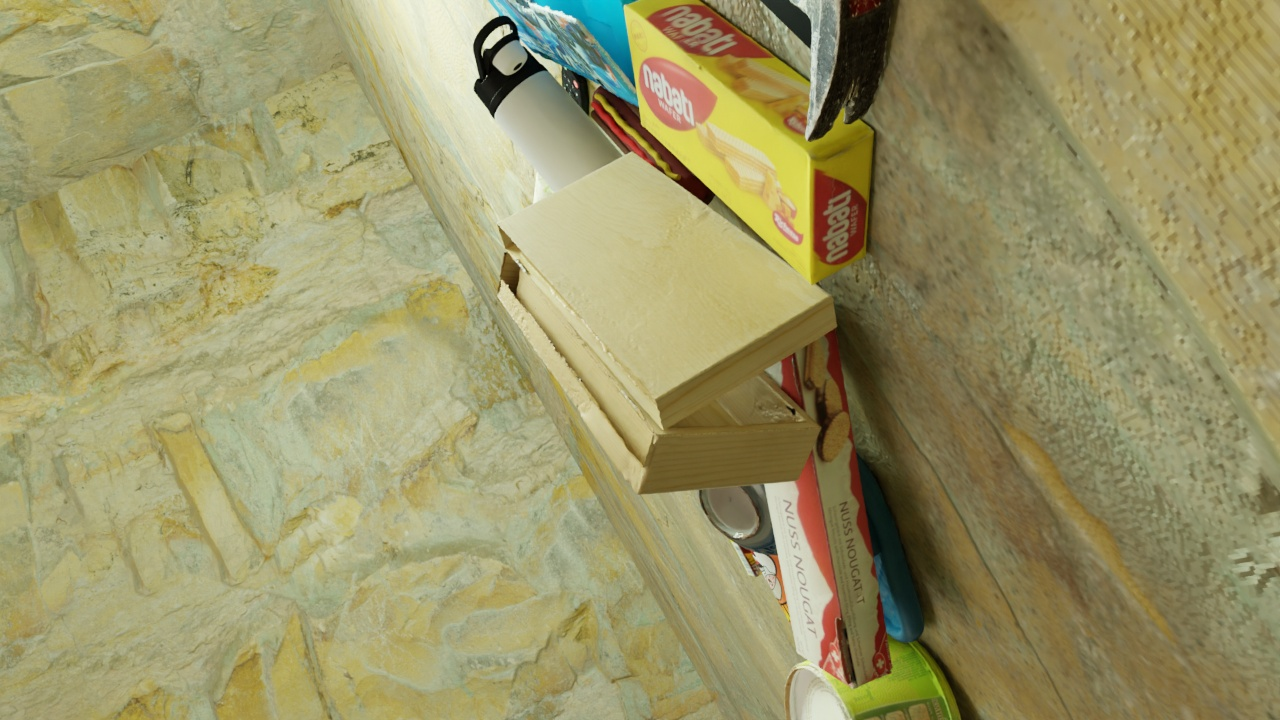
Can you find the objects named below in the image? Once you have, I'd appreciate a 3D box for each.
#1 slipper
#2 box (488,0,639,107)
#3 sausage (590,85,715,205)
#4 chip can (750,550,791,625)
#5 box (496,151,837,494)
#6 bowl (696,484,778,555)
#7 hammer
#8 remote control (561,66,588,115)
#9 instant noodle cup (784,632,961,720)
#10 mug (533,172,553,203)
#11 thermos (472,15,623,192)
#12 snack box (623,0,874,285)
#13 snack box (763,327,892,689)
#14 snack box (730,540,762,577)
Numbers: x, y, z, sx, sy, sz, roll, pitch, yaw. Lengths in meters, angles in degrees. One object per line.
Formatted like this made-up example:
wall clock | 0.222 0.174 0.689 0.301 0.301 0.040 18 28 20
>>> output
slipper | 0.161 0.136 0.728 0.214 0.059 0.104 63 170 -16
box | -0.057 -0.260 0.715 0.243 0.066 0.091 45 160 53
sausage | 0.006 -0.170 0.717 0.155 0.040 0.040 54 166 34
chip can | 0.136 0.173 0.903 0.210 0.062 0.062 61 168 0
box | 0.003 -0.031 0.621 0.248 0.140 0.149 47 139 47
bowl | 0.095 0.118 0.819 0.151 0.056 0.151 25 130 35
hammer | 0.026 -0.231 0.512 0.326 0.036 0.141 48 161 49
remote control | -0.064 -0.249 0.903 0.039 0.010 0.125 58 168 14
instant noodle cup | 0.192 0.309 0.786 0.146 0.097 0.146 171 90 -69
mug | -0.072 -0.158 1.010 0.122 0.081 0.097 50 157 24
thermos | -0.055 -0.179 0.786 0.230 0.068 0.101 50 168 0
snack box | 0.060 -0.141 0.551 0.200 0.042 0.092 52 164 37
snack box | 0.119 0.090 0.645 0.077 0.044 0.273 11 114 65
snack box | 0.108 0.149 0.969 0.149 0.061 0.026 61 169 1
